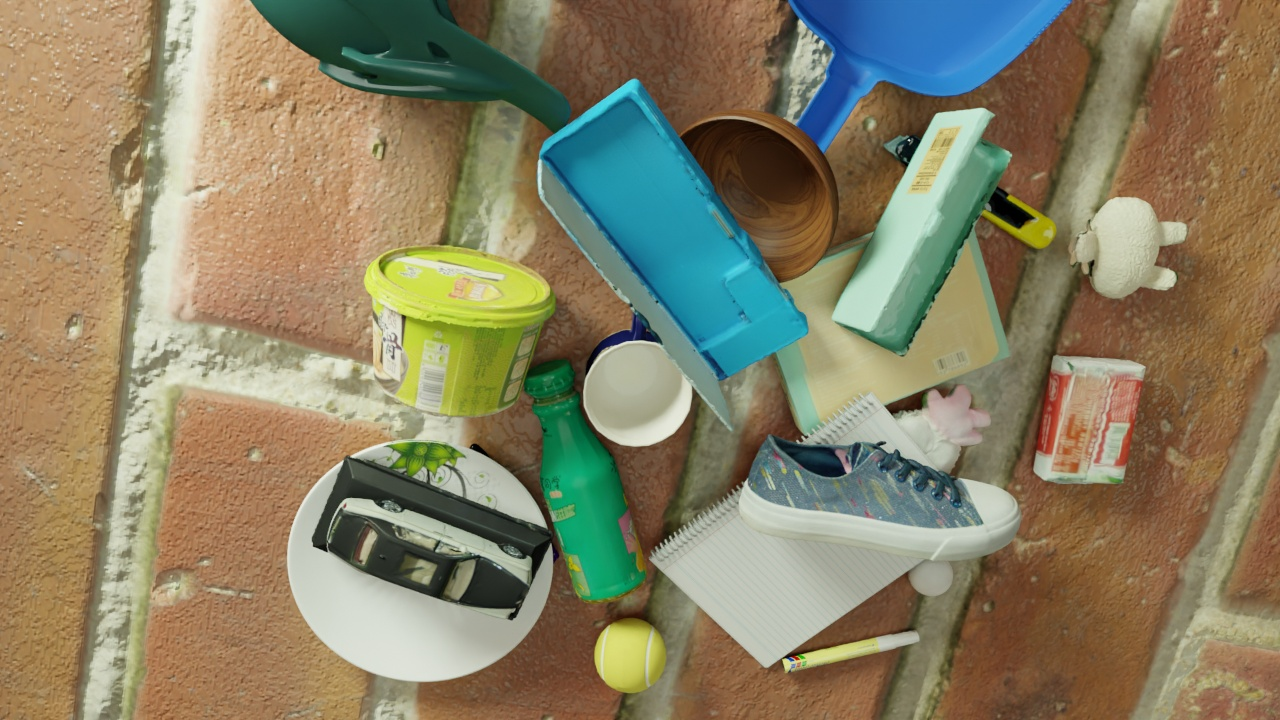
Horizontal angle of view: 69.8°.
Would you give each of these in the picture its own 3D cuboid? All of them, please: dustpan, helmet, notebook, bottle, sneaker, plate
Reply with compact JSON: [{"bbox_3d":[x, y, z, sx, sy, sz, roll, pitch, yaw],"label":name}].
[{"bbox_3d":[0.184,-0.262,0.730,0.245,0.059,0.258,28,118,-9],"label":"dustpan"},{"bbox_3d":[-0.158,-0.283,0.648,0.274,0.176,0.200,19,96,-23],"label":"helmet"},{"bbox_3d":[0.155,0.159,0.824,0.246,0.013,0.178,-39,110,13],"label":"notebook"},{"bbox_3d":[-0.052,0.103,0.793,0.068,0.068,0.210,-16,104,-1],"label":"bottle"},{"bbox_3d":[0.202,0.106,0.752,0.235,0.087,0.079,5,112,-4],"label":"sneaker"},{"bbox_3d":[-0.193,0.176,0.818,0.229,0.030,0.229,-1,103,-4],"label":"plate"}]

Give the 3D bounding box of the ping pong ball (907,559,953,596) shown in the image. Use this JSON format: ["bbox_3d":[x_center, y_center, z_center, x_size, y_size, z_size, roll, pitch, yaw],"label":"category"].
[{"bbox_3d":[0.270,0.198,0.853,0.040,0.040,0.040,-1,103,-4],"label":"ping pong ball"}]

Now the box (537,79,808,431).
[{"bbox_3d":[0.027,-0.068,0.678,0.094,0.115,0.243,-30,118,21],"label":"box"}]

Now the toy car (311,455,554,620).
[{"bbox_3d":[-0.176,0.161,0.764,0.191,0.071,0.094,24,102,-11],"label":"toy car"}]

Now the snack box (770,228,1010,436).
[{"bbox_3d":[0.205,-0.036,0.792,0.193,0.044,0.141,-21,103,1],"label":"snack box"}]

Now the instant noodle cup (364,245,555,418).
[{"bbox_3d":[-0.145,-0.023,0.725,0.146,0.146,0.098,10,113,-7],"label":"instant noodle cup"}]

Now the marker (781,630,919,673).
[{"bbox_3d":[0.202,0.279,0.880,0.132,0.014,0.014,-12,103,-1],"label":"marker"}]

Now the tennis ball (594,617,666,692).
[{"bbox_3d":[-0.009,0.268,0.835,0.065,0.065,0.065,-1,103,-4],"label":"tennis ball"}]

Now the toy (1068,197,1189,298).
[{"bbox_3d":[0.413,-0.097,0.791,0.112,0.050,0.087,2,102,-1],"label":"toy"}]

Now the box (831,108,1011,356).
[{"bbox_3d":[0.226,-0.097,0.714,0.077,0.093,0.188,27,95,-4],"label":"box"}]

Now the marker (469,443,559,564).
[{"bbox_3d":[-0.113,0.129,0.821,0.018,0.015,0.134,-26,104,22],"label":"marker"}]

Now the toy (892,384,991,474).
[{"bbox_3d":[0.259,0.068,0.819,0.095,0.041,0.109,38,109,-17],"label":"toy"}]

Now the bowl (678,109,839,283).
[{"bbox_3d":[0.096,-0.141,0.737,0.147,0.068,0.147,20,136,20],"label":"bowl"}]

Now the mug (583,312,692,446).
[{"bbox_3d":[-0.005,0.004,0.763,0.085,0.089,0.112,3,103,-5],"label":"mug"}]

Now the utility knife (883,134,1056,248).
[{"bbox_3d":[0.283,-0.147,0.787,0.172,0.020,0.029,28,97,-9],"label":"utility knife"}]

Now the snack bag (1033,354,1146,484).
[{"bbox_3d":[0.406,0.054,0.833,0.077,0.036,0.116,3,103,-4],"label":"snack bag"}]
